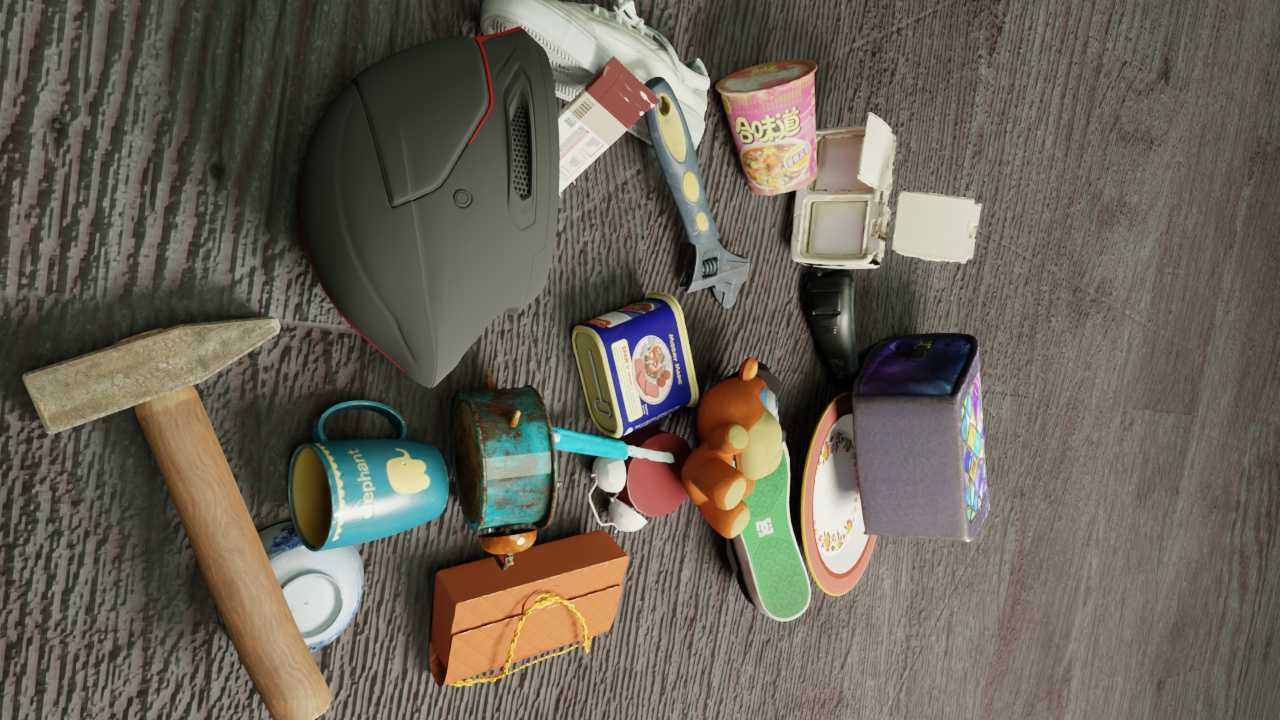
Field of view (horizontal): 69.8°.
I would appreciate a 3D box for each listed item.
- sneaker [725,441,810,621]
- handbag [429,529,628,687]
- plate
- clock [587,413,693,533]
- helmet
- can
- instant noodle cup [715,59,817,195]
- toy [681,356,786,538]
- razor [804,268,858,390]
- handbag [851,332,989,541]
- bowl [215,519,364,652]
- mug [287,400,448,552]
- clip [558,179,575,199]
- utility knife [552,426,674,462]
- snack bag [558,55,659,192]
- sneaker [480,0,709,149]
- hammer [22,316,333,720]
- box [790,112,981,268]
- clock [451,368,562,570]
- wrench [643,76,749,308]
[{"bbox_3d":[0.115,0.154,0.975,0.084,0.079,0.235,-11,88,-20],"label":"sneaker"},{"bbox_3d":[-0.098,0.230,0.830,0.171,0.060,0.109,-8,122,-35],"label":"handbag"},{"bbox_3d":[0.227,0.151,1.048,0.229,0.021,0.230,-3,94,-54],"label":"plate"},{"bbox_3d":[0.001,0.112,0.893,0.124,0.044,0.087,-32,116,-27],"label":"clock"},{"bbox_3d":[-0.156,-0.113,0.663,0.169,0.164,0.264,-2,90,-19],"label":"helmet"},{"bbox_3d":[-0.005,0.005,0.861,0.092,0.057,0.116,-23,112,-29],"label":"can"},{"bbox_3d":[0.131,-0.226,0.898,0.097,0.098,0.109,-32,124,-27],"label":"instant noodle cup"},{"bbox_3d":[0.090,0.075,0.881,0.112,0.096,0.175,73,19,-54],"label":"toy"},{"bbox_3d":[0.222,-0.035,1.027,0.067,0.054,0.151,-56,136,-45],"label":"razor"},{"bbox_3d":[0.328,0.085,1.055,0.221,0.126,0.205,-32,117,-59],"label":"handbag"},{"bbox_3d":[-0.265,0.185,0.714,0.114,0.045,0.114,-7,103,-35],"label":"bowl"},{"bbox_3d":[-0.213,0.086,0.720,0.104,0.085,0.112,-3,72,-42],"label":"mug"},{"bbox_3d":[-0.078,-0.167,0.803,0.035,0.013,0.052,-48,119,-21],"label":"clip"},{"bbox_3d":[-0.040,0.080,0.842,0.151,0.015,0.022,13,87,-13],"label":"utility knife"},{"bbox_3d":[-0.059,-0.178,0.759,0.158,0.013,0.057,-39,127,23],"label":"snack bag"},{"bbox_3d":[-0.029,-0.265,0.779,0.242,0.090,0.090,19,83,-43],"label":"sneaker"},{"bbox_3d":[-0.288,0.121,0.651,0.157,0.037,0.301,-24,99,-30],"label":"hammer"},{"bbox_3d":[0.225,-0.166,0.894,0.106,0.193,0.143,4,91,-54],"label":"box"},{"bbox_3d":[-0.110,0.097,0.763,0.073,0.121,0.158,-4,112,-23],"label":"clock"},{"bbox_3d":[0.050,-0.141,0.845,0.073,0.022,0.273,-34,137,-10],"label":"wrench"}]
